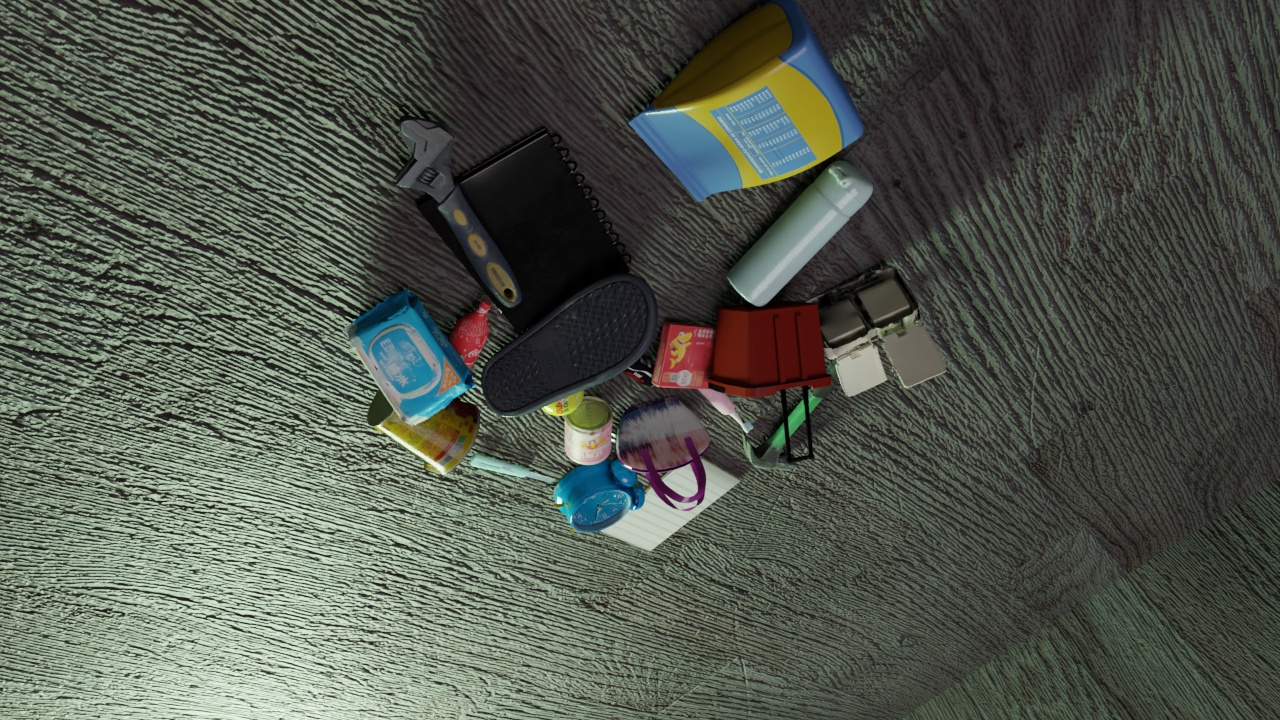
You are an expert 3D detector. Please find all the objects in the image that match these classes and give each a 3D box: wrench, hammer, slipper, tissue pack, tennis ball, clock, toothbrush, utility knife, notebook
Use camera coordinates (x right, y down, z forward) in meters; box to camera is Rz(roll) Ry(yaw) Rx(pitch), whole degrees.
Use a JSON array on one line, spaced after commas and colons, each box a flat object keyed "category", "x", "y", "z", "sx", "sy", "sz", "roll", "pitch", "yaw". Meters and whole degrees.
[{"category": "wrench", "x": -0.189, "y": -0.150, "z": 0.980, "sx": 0.073, "sy": 0.022, "sz": 0.273, "roll": -29, "pitch": 138, "yaw": -2}, {"category": "hammer", "x": 0.275, "y": 0.055, "z": 1.443, "sx": 0.130, "sy": 0.032, "sz": 0.320, "roll": 14, "pitch": 125, "yaw": -35}, {"category": "slipper", "x": -0.078, "y": -0.011, "z": 1.139, "sx": 0.269, "sy": 0.110, "sz": 0.083, "roll": -30, "pitch": 170, "yaw": 25}, {"category": "tissue pack", "x": -0.267, "y": -0.003, "z": 1.056, "sx": 0.093, "sy": 0.061, "sz": 0.144, "roll": -32, "pitch": 101, "yaw": 7}, {"category": "tennis ball", "x": -0.107, "y": 0.040, "z": 1.209, "sx": 0.065, "sy": 0.065, "sz": 0.065, "roll": -14, "pitch": 137, "yaw": -13}, {"category": "clock", "x": -0.054, "y": 0.202, "z": 1.406, "sx": 0.161, "sy": 0.060, "sz": 0.117, "roll": -26, "pitch": 139, "yaw": -2}, {"category": "toothbrush", "x": 0.119, "y": 0.058, "z": 1.370, "sx": 0.027, "sy": 0.027, "sz": 0.222, "roll": -31, "pitch": 140, "yaw": 14}, {"category": "utility knife", "x": -0.183, "y": 0.158, "z": 1.334, "sx": 0.158, "sy": 0.015, "sz": 0.022, "roll": 23, "pitch": 118, "yaw": -44}, {"category": "notebook", "x": 0.050, "y": 0.241, "z": 1.536, "sx": 0.210, "sy": 0.009, "sz": 0.142, "roll": -41, "pitch": 137, "yaw": 16}, {"category": "notebook", "x": -0.122, "y": -0.142, "z": 1.051, "sx": 0.169, "sy": 0.019, "sz": 0.231, "roll": -28, "pitch": 139, "yaw": 5}]

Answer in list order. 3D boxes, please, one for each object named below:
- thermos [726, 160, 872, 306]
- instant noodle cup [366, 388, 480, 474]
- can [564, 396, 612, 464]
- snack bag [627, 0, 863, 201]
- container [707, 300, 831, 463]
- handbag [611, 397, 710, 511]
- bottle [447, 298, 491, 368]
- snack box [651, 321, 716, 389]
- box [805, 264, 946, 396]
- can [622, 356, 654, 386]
[{"category": "thermos", "x": 0.201, "y": -0.160, "z": 1.157, "sx": 0.207, "sy": 0.065, "sz": 0.077, "roll": -47, "pitch": 148, "yaw": 22}, {"category": "instant noodle cup", "x": -0.274, "y": 0.074, "z": 1.147, "sx": 0.100, "sy": 0.100, "sz": 0.112, "roll": -42, "pitch": 127, "yaw": 17}, {"category": "can", "x": -0.073, "y": 0.099, "z": 1.285, "sx": 0.067, "sy": 0.067, "sz": 0.076, "roll": -11, "pitch": 135, "yaw": -16}, {"category": "snack bag", "x": 0.112, "y": -0.265, "z": 0.990, "sx": 0.206, "sy": 0.102, "sz": 0.159, "roll": -28, "pitch": 141, "yaw": 22}, {"category": "container", "x": 0.176, "y": 0.026, "z": 1.236, "sx": 0.147, "sy": 0.127, "sz": 0.201, "roll": -8, "pitch": 99, "yaw": -25}, {"category": "handbag", "x": 0.040, "y": 0.140, "z": 1.305, "sx": 0.144, "sy": 0.169, "sz": 0.068, "roll": -13, "pitch": 137, "yaw": -14}, {"category": "bottle", "x": -0.215, "y": -0.018, "z": 1.114, "sx": 0.041, "sy": 0.042, "sz": 0.142, "roll": 10, "pitch": 127, "yaw": -34}, {"category": "snack box", "x": 0.084, "y": -0.005, "z": 1.266, "sx": 0.132, "sy": 0.021, "sz": 0.089, "roll": 4, "pitch": 106, "yaw": -30}, {"category": "box", "x": 0.324, "y": -0.026, "z": 1.279, "sx": 0.145, "sy": 0.186, "sz": 0.101, "roll": -23, "pitch": 155, "yaw": 8}, {"category": "can", "x": -0.007, "y": 0.007, "z": 1.250, "sx": 0.032, "sy": 0.031, "sz": 0.080, "roll": -41, "pitch": 137, "yaw": 17}]
